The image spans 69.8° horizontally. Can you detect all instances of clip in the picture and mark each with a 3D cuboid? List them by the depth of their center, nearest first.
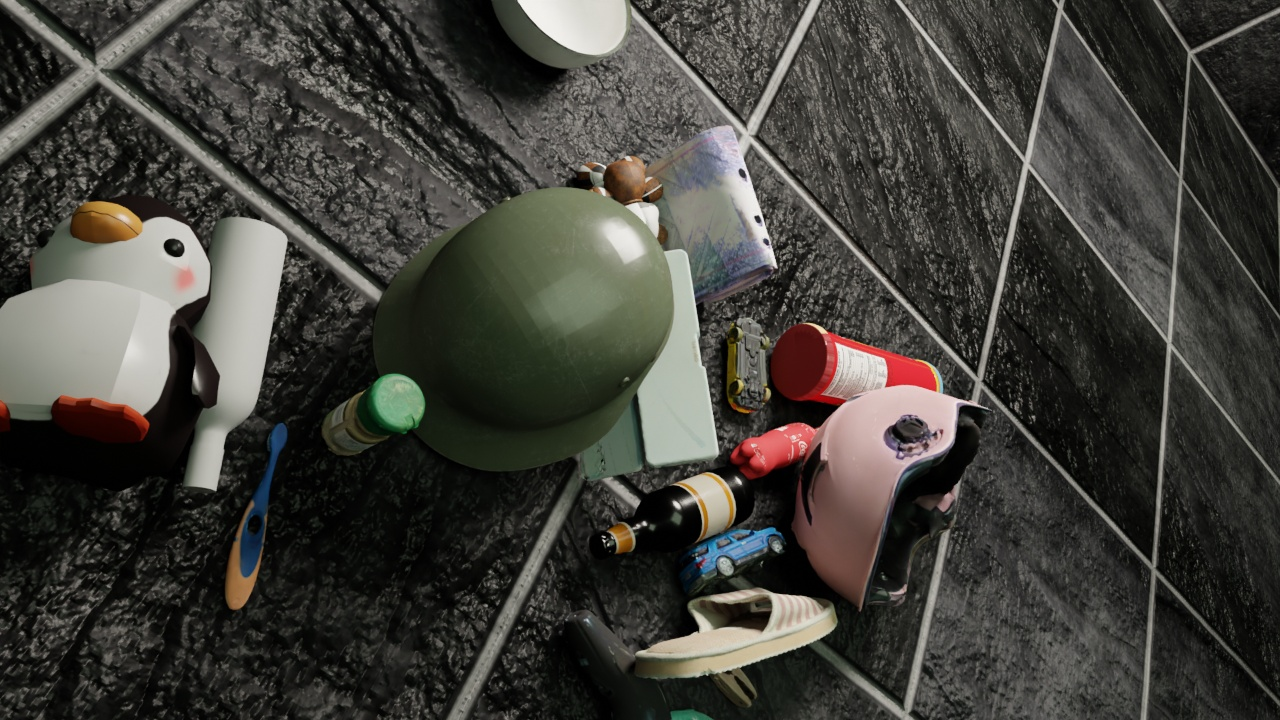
[{"bbox_3d":[0.085,0.308,0.877,0.049,0.026,0.061,0,74,-38],"label":"clip"}]

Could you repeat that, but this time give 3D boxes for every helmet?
[{"bbox_3d":[-0.070,-0.046,0.739,0.267,0.154,0.227,-32,87,-27],"label":"helmet"},{"bbox_3d":[0.246,0.131,0.958,0.254,0.153,0.230,-45,149,-34],"label":"helmet"}]

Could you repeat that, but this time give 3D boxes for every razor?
[{"bbox_3d":[-0.024,0.278,0.781,0.140,0.053,0.063,57,45,-7],"label":"razor"}]

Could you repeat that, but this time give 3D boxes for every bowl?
[{"bbox_3d":[-0.090,-0.362,0.930,0.153,0.073,0.153,14,66,-35],"label":"bowl"}]

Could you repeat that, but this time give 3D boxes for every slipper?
[{"bbox_3d":[0.089,0.238,0.834,0.262,0.115,0.052,2,78,-53],"label":"slipper"}]

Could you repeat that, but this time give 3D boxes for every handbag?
[{"bbox_3d":[0.074,-0.146,0.953,0.069,0.127,0.158,-12,82,-43],"label":"handbag"}]

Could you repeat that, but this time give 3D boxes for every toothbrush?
[{"bbox_3d":[-0.276,0.110,0.659,0.021,0.017,0.134,19,67,-29],"label":"toothbrush"}]

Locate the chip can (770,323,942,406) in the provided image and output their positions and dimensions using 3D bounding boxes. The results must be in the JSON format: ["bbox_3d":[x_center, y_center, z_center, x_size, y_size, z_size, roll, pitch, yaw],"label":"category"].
[{"bbox_3d":[0.256,0.020,1.073,0.213,0.087,0.087,13,67,-36],"label":"chip can"}]

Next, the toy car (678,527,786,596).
[{"bbox_3d":[0.090,0.192,0.899,0.120,0.056,0.043,-11,60,-36],"label":"toy car"}]

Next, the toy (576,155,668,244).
[{"bbox_3d":[-0.013,-0.150,0.932,0.087,0.067,0.112,-16,101,-27],"label":"toy"}]

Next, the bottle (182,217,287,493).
[{"bbox_3d":[-0.295,-0.004,0.655,0.052,0.053,0.195,17,65,-34],"label":"bottle"}]

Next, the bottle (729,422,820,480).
[{"bbox_3d":[0.155,0.093,0.994,0.141,0.042,0.042,-14,84,-41],"label":"bottle"}]

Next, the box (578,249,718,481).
[{"bbox_3d":[-0.006,0.003,0.838,0.044,0.136,0.197,35,46,-69],"label":"box"}]

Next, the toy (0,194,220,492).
[{"bbox_3d":[-0.341,-0.018,0.595,0.159,0.140,0.183,4,59,-4],"label":"toy"}]

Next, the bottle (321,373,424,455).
[{"bbox_3d":[-0.199,0.043,0.677,0.043,0.111,0.043,14,67,-34],"label":"bottle"}]

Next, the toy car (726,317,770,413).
[{"bbox_3d":[0.115,0.004,1.000,0.049,0.030,0.106,16,68,-33],"label":"toy car"}]

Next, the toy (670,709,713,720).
[{"bbox_3d":[0.052,0.369,0.826,0.085,0.033,0.105,5,73,-27],"label":"toy"}]

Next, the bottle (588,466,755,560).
[{"bbox_3d":[0.028,0.149,0.860,0.181,0.059,0.059,-13,84,-41],"label":"bottle"}]
